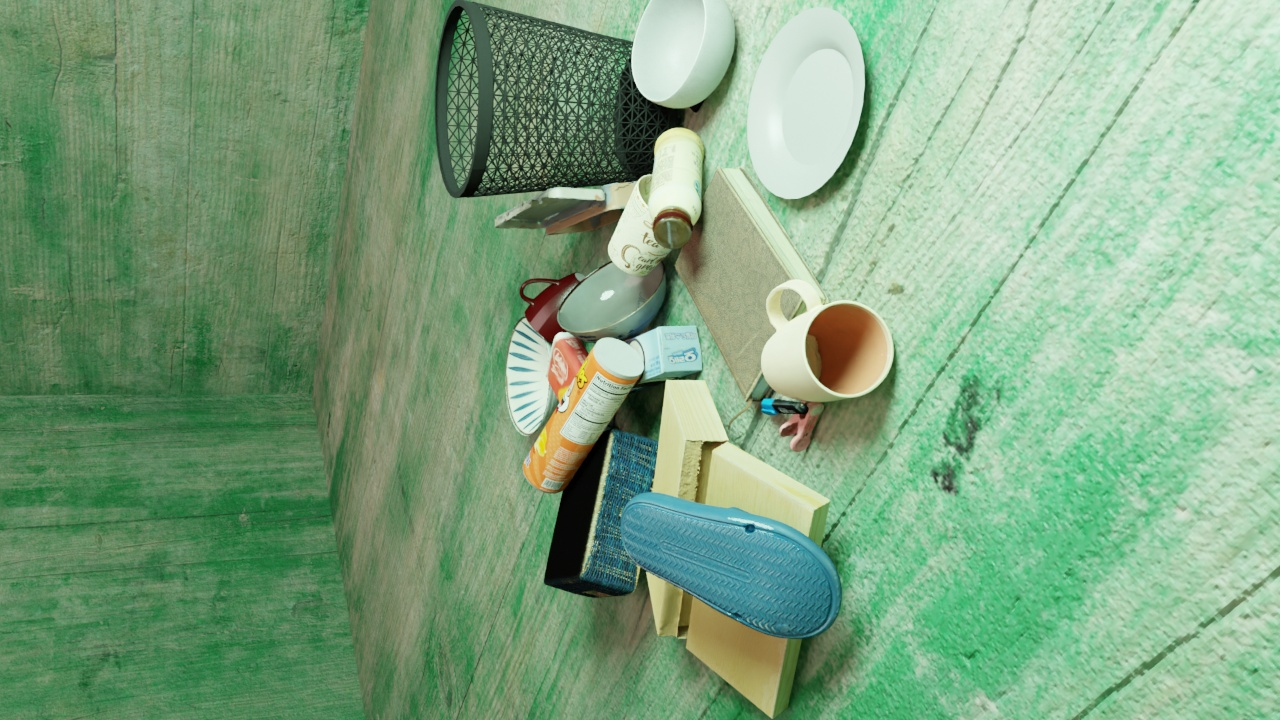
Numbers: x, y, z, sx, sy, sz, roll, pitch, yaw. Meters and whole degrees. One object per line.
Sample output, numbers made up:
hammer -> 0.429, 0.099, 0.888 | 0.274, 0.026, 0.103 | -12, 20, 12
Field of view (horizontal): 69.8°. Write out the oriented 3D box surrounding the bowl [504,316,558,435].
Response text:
bowl -> -0.138, 0.022, 1.357 | 0.178, 0.070, 0.177 | -3, 86, 61

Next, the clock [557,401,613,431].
clock -> -0.072, 0.082, 1.254 | 0.089, 0.051, 0.124 | -35, 60, 55

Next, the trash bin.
trash bin -> -0.100, -0.300, 1.094 | 0.217, 0.242, 0.217 | 177, 90, -66

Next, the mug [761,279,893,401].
mug -> 0.148, -0.017, 0.799 | 0.111, 0.085, 0.104 | 62, 161, -1

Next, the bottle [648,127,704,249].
bottle -> 0.039, -0.184, 0.986 | 0.161, 0.056, 0.057 | -84, 18, -44

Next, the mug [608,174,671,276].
mug -> 0.014, -0.163, 1.069 | 0.097, 0.081, 0.121 | -52, 13, 41

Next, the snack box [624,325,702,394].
snack box -> -0.007, 0.007, 1.127 | 0.227, 0.059, 0.059 | -19, 77, 60

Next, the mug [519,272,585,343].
mug -> -0.113, -0.084, 1.283 | 0.088, 0.114, 0.087 | -51, 26, 20

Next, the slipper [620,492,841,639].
slipper -> 0.079, 0.171, 0.818 | 0.214, 0.059, 0.104 | 18, 113, 26

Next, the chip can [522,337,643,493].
chip can -> -0.071, 0.069, 1.091 | 0.211, 0.062, 0.062 | -57, 41, 34

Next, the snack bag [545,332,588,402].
snack bag -> -0.083, 0.026, 1.171 | 0.116, 0.036, 0.077 | 56, 139, 45

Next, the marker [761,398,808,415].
marker -> 0.134, 0.044, 0.860 | 0.015, 0.018, 0.123 | -58, 4, -5

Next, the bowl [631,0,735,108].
bowl -> 0.054, -0.341, 1.002 | 0.132, 0.064, 0.131 | -9, 79, 54

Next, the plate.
plate -> 0.158, -0.239, 0.861 | 0.173, 0.019, 0.173 | -2, 88, 62

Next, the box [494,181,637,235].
box -> -0.087, -0.192, 1.183 | 0.217, 0.148, 0.043 | -3, 100, 62

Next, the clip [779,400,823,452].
clip -> 0.152, 0.055, 0.870 | 0.058, 0.022, 0.035 | -65, 34, 28

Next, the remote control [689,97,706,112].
remote control -> 0.051, -0.345, 1.070 | 0.039, 0.010, 0.124 | -50, 48, 50

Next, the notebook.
notebook -> 0.099, -0.065, 0.954 | 0.191, 0.034, 0.215 | -65, 37, 39

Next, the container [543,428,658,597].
container -> -0.049, 0.189, 1.124 | 0.146, 0.071, 0.187 | -32, 43, 61

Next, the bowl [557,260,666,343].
bowl -> -0.025, -0.065, 1.122 | 0.057, 0.150, 0.151 | 57, 169, -32

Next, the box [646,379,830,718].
box -> 0.075, 0.183, 0.926 | 0.261, 0.096, 0.248 | 39, 133, 49
